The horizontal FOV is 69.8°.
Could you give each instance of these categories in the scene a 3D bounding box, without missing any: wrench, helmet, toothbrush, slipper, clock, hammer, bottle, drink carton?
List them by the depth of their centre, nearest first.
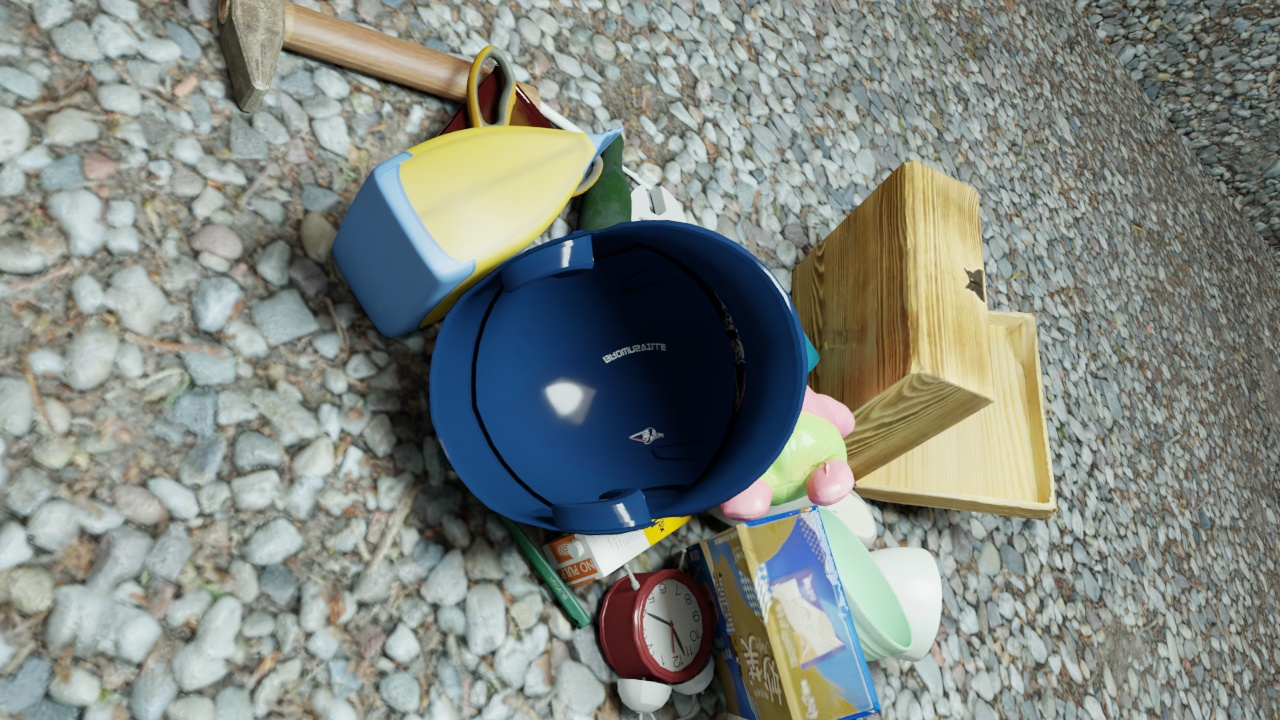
[{"bbox_3d":[-0.005,0.010,0.722,0.222,0.273,0.232,-15,93,-70],"label":"helmet"},{"bbox_3d":[-0.102,0.142,0.741,0.190,0.016,0.017,54,42,-6],"label":"toothbrush"},{"bbox_3d":[0.017,0.235,0.772,0.096,0.048,0.137,-4,78,-43],"label":"clock"},{"bbox_3d":[-0.021,0.148,0.780,0.122,0.059,0.040,-23,85,-46],"label":"drink carton"},{"bbox_3d":[-0.219,-0.265,0.829,0.300,0.037,0.157,7,65,-39],"label":"hammer"},{"bbox_3d":[0.163,0.125,0.927,0.265,0.081,0.112,25,39,-31],"label":"slipper"},{"bbox_3d":[-0.034,-0.165,0.930,0.055,0.055,0.173,25,55,-31],"label":"bottle"},{"bbox_3d":[0.013,-0.066,0.951,0.086,0.018,0.272,18,59,-35],"label":"wrench"},{"bbox_3d":[-0.056,-0.236,0.975,0.186,0.017,0.012,30,37,-27],"label":"toothbrush"}]

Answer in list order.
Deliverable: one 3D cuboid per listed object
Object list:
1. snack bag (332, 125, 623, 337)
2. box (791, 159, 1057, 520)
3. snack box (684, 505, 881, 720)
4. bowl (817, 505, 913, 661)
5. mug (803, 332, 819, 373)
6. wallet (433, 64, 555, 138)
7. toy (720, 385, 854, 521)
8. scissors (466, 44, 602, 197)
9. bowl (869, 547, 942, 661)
[{"bbox_3d":[-0.122,-0.117,0.728,0.204,0.159,0.102,-33,93,-32],"label":"snack bag"},{"bbox_3d":[0.343,0.012,1.050,0.323,0.285,0.278,20,56,-19],"label":"box"},{"bbox_3d":[0.106,0.213,0.756,0.069,0.203,0.155,-13,76,-12],"label":"snack box"},{"bbox_3d":[0.178,0.216,0.849,0.151,0.077,0.150,47,18,-20],"label":"bowl"},{"bbox_3d":[0.119,-0.016,0.985,0.113,0.083,0.107,-38,100,-17],"label":"mug"},{"bbox_3d":[-0.133,-0.206,0.857,0.091,0.018,0.115,47,61,-29],"label":"wallet"},{"bbox_3d":[0.107,0.053,0.839,0.192,0.097,0.236,-5,43,-9],"label":"toy"},{"bbox_3d":[-0.129,-0.182,0.838,0.224,0.016,0.216,-34,109,-35],"label":"scissors"},{"bbox_3d":[0.254,0.246,0.944,0.065,0.117,0.116,10,59,-6],"label":"bowl"}]
